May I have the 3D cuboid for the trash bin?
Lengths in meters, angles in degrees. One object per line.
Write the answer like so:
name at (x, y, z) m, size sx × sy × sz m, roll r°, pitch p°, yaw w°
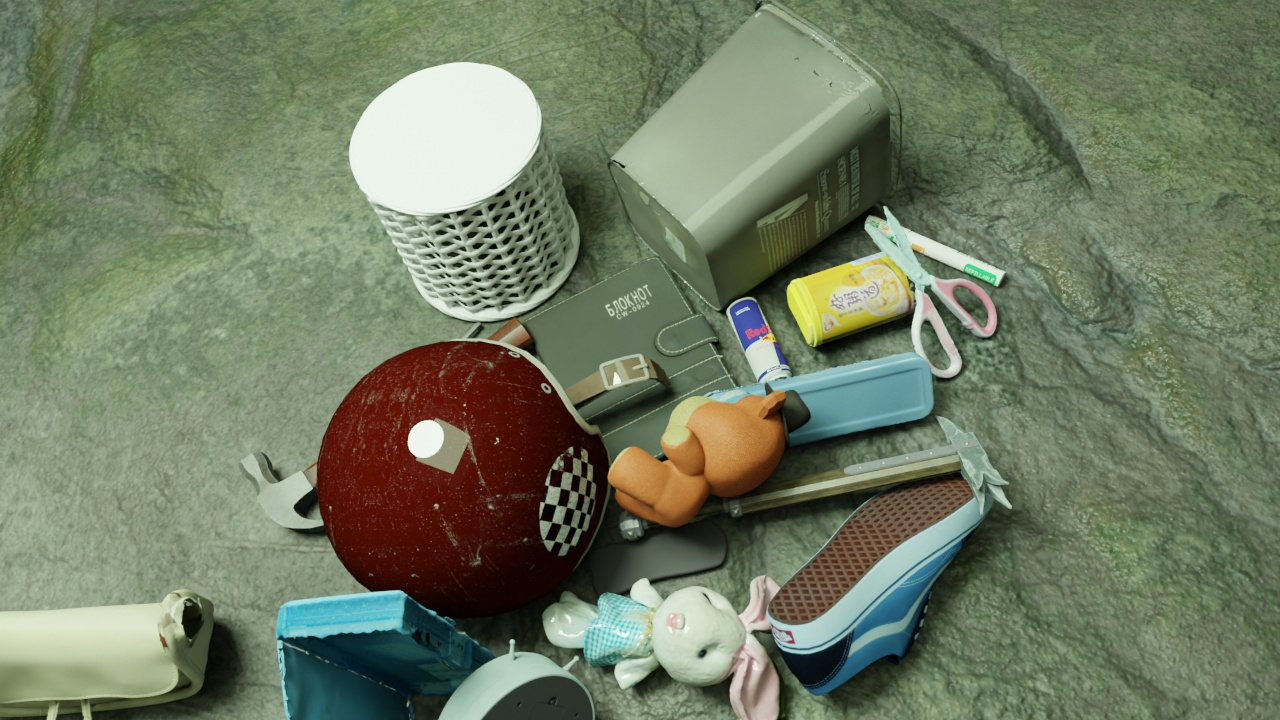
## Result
trash bin at (0.106, -0.190, 0.906) m, size 0.220 × 0.197 × 0.197 m, roll -40°, pitch 63°, yaw -7°

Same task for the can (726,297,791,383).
can at (0.115, -0.016, 0.887) m, size 0.032 × 0.032 × 0.095 m, roll -20°, pitch 59°, yaw -2°

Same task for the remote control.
remote control at (0.016, 0.174, 0.808) m, size 0.124 × 0.009 × 0.046 m, roll -15°, pitch 59°, yaw 1°

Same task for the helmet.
helmet at (-0.132, 0.094, 0.765) m, size 0.234 × 0.253 × 0.233 m, roll -5°, pitch 72°, yaw 24°

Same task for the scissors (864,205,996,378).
scissors at (0.251, -0.058, 0.839) m, size 0.179 × 0.016 × 0.108 m, roll 40°, pitch 78°, yaw -18°

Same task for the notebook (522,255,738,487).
notebook at (-0.005, 0.005, 0.900) m, size 0.169 × 0.029 × 0.209 m, roll -26°, pitch 63°, yaw -3°

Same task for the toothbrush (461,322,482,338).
toothbrush at (-0.219, 0.021, 0.936) m, size 0.013 × 0.013 × 0.167 m, roll 35°, pitch 71°, yaw 17°

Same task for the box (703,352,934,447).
box at (0.158, 0.038, 0.840) m, size 0.210 × 0.069 × 0.064 m, roll -12°, pitch 18°, yaw -1°

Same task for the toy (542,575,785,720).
toy at (0.020, 0.211, 0.733) m, size 0.205 × 0.106 × 0.130 m, roll 8°, pitch 59°, yaw 12°

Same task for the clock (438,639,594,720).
clock at (-0.102, 0.297, 0.696) m, size 0.045 × 0.122 × 0.159 m, roll 22°, pitch 83°, yaw 48°

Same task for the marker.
marker at (0.293, -0.112, 0.921) m, size 0.145 × 0.017 × 0.017 m, roll 29°, pitch 69°, yaw 23°

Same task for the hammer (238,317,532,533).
hammer at (-0.234, 0.056, 0.895) m, size 0.300 × 0.028 × 0.111 m, roll -37°, pitch 70°, yaw -10°

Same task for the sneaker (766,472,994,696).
sneaker at (0.204, 0.181, 0.750) m, size 0.240 × 0.098 × 0.083 m, roll -32°, pitch 21°, yaw -26°

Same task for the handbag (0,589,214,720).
handbag at (-0.473, 0.257, 0.757) m, size 0.229 × 0.184 × 0.131 m, roll -1°, pitch 61°, yaw -10°

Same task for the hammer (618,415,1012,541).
hammer at (0.134, 0.110, 0.792) m, size 0.317 × 0.028 × 0.146 m, roll -13°, pitch 21°, yaw 8°

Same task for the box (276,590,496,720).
box at (-0.173, 0.252, 0.667) m, size 0.094 × 0.232 × 0.110 m, roll -7°, pitch 60°, yaw 5°

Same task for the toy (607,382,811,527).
toy at (0.059, 0.077, 0.756) m, size 0.176 × 0.112 × 0.096 m, roll -16°, pitch 65°, yaw -4°

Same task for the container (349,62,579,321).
container at (-0.170, -0.166, 0.929) m, size 0.189 × 0.187 × 0.189 m, roll -3°, pitch 61°, yaw 6°

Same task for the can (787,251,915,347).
can at (0.200, -0.059, 0.877) m, size 0.105 × 0.068 × 0.067 m, roll -18°, pitch 59°, yaw -2°
